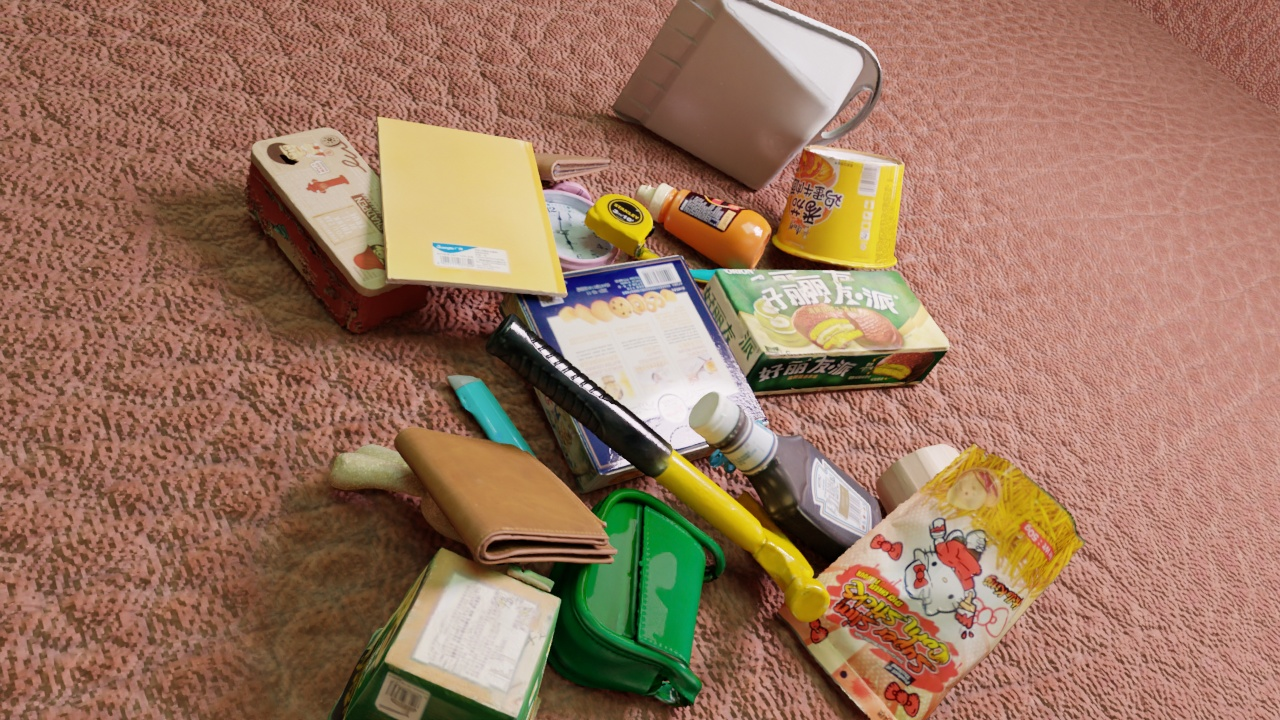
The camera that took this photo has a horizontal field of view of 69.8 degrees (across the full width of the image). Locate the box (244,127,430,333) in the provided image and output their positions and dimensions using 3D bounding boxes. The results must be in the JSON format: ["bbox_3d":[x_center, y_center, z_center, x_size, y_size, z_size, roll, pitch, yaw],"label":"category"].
[{"bbox_3d":[-0.254,-0.105,0.770,0.168,0.081,0.091,48,46,12],"label":"box"}]

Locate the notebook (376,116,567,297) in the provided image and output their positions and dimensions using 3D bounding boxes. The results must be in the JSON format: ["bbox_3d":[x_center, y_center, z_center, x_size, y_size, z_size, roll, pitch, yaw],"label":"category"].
[{"bbox_3d":[-0.148,-0.134,0.781,0.145,0.010,0.206,3,47,-23],"label":"notebook"}]

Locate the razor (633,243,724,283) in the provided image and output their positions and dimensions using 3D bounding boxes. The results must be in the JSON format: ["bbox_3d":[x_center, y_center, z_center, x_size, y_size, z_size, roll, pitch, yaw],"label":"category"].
[{"bbox_3d":[0.052,-0.097,0.940,0.132,0.028,0.043,14,14,-10],"label":"razor"}]

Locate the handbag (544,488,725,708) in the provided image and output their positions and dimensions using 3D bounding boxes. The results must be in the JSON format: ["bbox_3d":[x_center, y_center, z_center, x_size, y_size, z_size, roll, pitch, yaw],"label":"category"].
[{"bbox_3d":[-0.003,0.167,0.643,0.120,0.068,0.131,30,41,-10],"label":"handbag"}]

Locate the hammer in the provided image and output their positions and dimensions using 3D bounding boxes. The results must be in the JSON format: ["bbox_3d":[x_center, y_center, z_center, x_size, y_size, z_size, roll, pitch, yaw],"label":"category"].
[{"bbox_3d":[0.013,0.073,0.663,0.300,0.033,0.128,40,5,-16],"label":"hammer"}]

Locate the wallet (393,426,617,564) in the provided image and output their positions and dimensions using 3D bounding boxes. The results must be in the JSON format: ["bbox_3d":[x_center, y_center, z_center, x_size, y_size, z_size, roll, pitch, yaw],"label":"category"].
[{"bbox_3d":[-0.081,0.086,0.591,0.119,0.035,0.131,18,12,-42],"label":"wallet"}]

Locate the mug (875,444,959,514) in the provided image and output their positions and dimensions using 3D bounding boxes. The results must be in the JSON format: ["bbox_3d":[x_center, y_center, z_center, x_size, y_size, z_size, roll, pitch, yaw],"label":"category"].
[{"bbox_3d":[0.273,0.141,0.796,0.124,0.084,0.103,21,36,-44],"label":"mug"}]

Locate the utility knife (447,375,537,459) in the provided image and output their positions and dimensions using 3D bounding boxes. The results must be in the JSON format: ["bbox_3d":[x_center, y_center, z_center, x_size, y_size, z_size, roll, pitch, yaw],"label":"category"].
[{"bbox_3d":[-0.104,0.067,0.721,0.029,0.013,0.151,-22,64,-36],"label":"utility knife"}]

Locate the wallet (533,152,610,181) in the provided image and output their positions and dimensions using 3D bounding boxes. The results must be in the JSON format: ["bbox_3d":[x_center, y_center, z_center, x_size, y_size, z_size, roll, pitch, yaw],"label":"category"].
[{"bbox_3d":[-0.100,-0.198,0.922,0.101,0.020,0.115,12,20,26],"label":"wallet"}]

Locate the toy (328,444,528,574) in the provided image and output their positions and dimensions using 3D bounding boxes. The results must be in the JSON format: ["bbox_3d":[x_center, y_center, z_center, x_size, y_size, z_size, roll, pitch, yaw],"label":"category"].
[{"bbox_3d":[-0.140,0.101,0.642,0.157,0.066,0.105,24,1,1],"label":"toy"}]

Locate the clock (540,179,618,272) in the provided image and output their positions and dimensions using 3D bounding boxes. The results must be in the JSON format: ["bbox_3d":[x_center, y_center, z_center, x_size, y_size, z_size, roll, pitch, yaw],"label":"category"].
[{"bbox_3d":[-0.084,-0.121,0.873,0.117,0.060,0.158,-9,53,-34],"label":"clock"}]

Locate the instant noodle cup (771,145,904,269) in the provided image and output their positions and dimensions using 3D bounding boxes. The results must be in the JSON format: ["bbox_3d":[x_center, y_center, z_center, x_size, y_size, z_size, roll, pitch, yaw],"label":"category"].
[{"bbox_3d":[0.220,-0.170,0.996,0.138,0.110,0.138,7,20,-3],"label":"instant noodle cup"}]

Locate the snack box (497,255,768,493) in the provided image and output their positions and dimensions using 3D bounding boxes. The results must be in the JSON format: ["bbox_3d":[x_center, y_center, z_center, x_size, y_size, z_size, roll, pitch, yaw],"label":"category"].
[{"bbox_3d":[-0.005,0.005,0.781,0.177,0.046,0.182,-13,68,-34],"label":"snack box"}]

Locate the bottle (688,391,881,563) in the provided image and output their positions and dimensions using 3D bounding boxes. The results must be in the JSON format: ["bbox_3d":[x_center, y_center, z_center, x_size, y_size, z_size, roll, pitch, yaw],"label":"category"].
[{"bbox_3d":[0.117,0.092,0.729,0.195,0.044,0.079,39,39,-23],"label":"bottle"}]

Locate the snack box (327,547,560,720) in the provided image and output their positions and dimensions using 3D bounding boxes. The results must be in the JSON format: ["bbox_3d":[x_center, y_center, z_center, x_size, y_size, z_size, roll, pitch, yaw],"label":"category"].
[{"bbox_3d":[-0.109,0.182,0.540,0.118,0.106,0.117,23,44,-3],"label":"snack box"}]

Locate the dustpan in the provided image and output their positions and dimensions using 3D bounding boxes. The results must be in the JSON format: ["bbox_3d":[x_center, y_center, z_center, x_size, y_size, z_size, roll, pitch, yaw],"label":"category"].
[{"bbox_3d":[0.141,-0.320,1.065,0.257,0.223,0.142,35,55,-7],"label":"dustpan"}]

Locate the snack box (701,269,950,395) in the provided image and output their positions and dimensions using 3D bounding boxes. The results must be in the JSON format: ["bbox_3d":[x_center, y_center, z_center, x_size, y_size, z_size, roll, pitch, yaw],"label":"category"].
[{"bbox_3d":[0.182,-0.030,0.915,0.239,0.063,0.114,-2,49,-28],"label":"snack box"}]

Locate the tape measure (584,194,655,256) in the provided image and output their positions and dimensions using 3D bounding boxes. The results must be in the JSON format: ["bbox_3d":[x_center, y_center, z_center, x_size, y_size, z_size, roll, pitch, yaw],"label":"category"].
[{"bbox_3d":[-0.019,-0.125,0.846,0.060,0.029,0.057,31,43,2],"label":"tape measure"}]

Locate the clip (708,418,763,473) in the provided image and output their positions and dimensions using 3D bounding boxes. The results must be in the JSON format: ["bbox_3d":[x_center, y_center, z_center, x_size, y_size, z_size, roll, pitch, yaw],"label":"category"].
[{"bbox_3d":[0.080,0.069,0.752,0.047,0.014,0.057,14,57,50],"label":"clip"}]

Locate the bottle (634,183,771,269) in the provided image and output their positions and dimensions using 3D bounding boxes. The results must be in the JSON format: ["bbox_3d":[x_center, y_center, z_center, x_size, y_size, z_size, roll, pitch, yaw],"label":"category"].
[{"bbox_3d":[0.062,-0.148,0.974,0.149,0.067,0.066,27,43,10],"label":"bottle"}]

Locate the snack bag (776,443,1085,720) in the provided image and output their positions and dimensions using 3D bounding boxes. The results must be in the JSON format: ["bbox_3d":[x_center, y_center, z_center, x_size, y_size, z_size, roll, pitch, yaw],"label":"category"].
[{"bbox_3d":[0.219,0.168,0.687,0.207,0.073,0.128,-42,71,-5],"label":"snack bag"}]
